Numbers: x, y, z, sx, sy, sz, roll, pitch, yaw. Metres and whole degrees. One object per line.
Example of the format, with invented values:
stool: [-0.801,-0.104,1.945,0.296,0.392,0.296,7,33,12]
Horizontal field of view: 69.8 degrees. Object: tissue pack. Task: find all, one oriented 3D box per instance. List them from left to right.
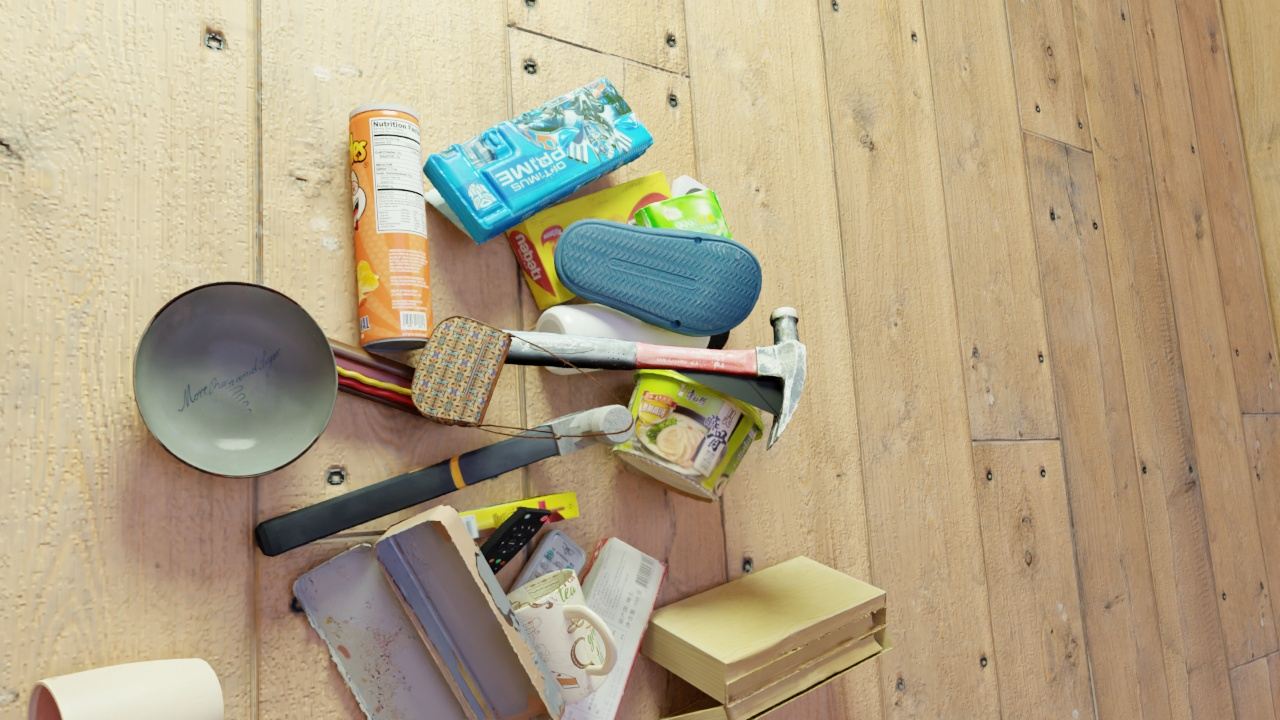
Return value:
tissue pack: [0.054,-0.129,0.987,0.113,0.034,0.099,-22,88,-40]

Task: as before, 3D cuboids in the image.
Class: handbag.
handbag: [-0.095,0.026,0.776,0.043,0.196,0.093,59,47,-69]

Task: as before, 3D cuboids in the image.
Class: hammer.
hammer: [-0.167,0.100,0.788,0.311,0.140,0.035,-18,92,-28]
hammer: [-0.005,0.004,0.852,0.326,0.036,0.140,4,65,-8]

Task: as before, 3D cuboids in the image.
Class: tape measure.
tape measure: [0.061,-0.177,1.071,0.065,0.017,0.064,23,68,-32]

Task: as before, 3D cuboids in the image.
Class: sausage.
sausage: [-0.221,0.019,0.805,0.155,0.040,0.040,23,68,-32]

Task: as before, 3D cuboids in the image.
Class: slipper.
slipper: [0.017,-0.082,0.916,0.213,0.059,0.104,10,91,-12]

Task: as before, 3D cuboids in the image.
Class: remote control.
remote control: [-0.128,0.171,0.808,0.039,0.125,0.010,18,30,-51]
remote control: [-0.102,0.224,0.866,0.050,0.022,0.133,46,58,-21]

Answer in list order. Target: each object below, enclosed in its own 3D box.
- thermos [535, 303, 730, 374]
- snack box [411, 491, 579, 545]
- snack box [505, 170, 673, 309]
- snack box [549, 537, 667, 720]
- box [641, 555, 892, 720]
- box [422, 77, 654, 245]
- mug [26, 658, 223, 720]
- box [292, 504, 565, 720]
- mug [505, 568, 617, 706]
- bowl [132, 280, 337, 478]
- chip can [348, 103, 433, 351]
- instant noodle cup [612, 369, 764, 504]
thermos: [-0.004,-0.044,0.969,0.229,0.069,0.101,-7,72,-39]
snack box: [-0.134,0.144,0.833,0.148,0.061,0.025,-6,83,-38]
snack box: [-0.039,-0.129,0.970,0.200,0.042,0.092,-27,97,-38]
snack box: [-0.054,0.308,0.875,0.076,0.044,0.272,32,63,-22]
box: [0.139,0.306,0.966,0.248,0.141,0.148,-10,95,-38]
box: [-0.099,-0.197,0.917,0.242,0.066,0.091,-37,89,-37]
mug: [-0.355,0.264,0.637,0.104,0.085,0.111,-2,110,-48]
box: [-0.173,0.240,0.761,0.157,0.063,0.216,-28,100,-4]
mug: [-0.061,0.242,0.797,0.080,0.122,0.097,-28,95,-45]
bowl: [-0.318,0.017,0.719,0.150,0.057,0.150,7,77,-33]
chip can: [-0.222,-0.116,0.816,0.062,0.062,0.210,0,81,-37]
instant noodle cup: [0.043,0.078,0.933,0.146,0.146,0.097,35,72,-27]
